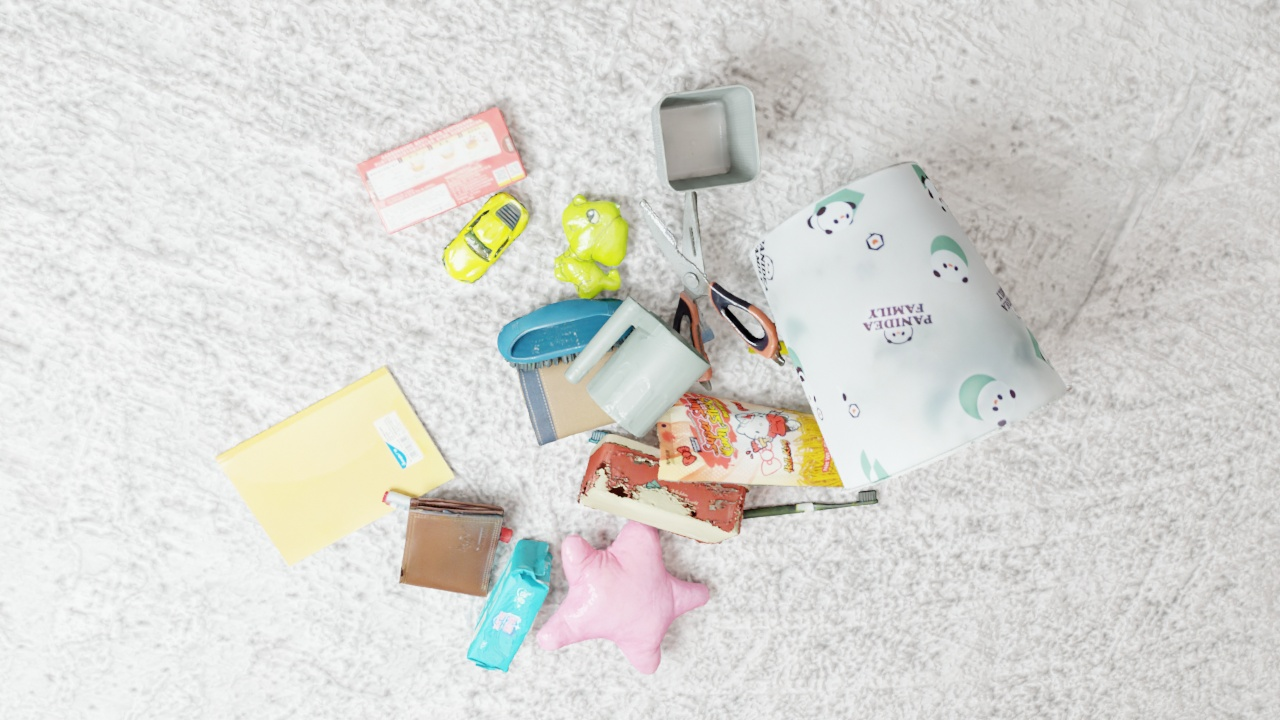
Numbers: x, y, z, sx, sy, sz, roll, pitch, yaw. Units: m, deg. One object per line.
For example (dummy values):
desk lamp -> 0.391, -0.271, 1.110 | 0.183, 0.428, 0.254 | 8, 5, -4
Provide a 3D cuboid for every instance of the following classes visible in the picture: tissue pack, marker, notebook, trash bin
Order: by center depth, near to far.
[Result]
trash bin -> 0.241, -0.034, 0.880 | 0.229, 0.229, 0.252 | -26, 81, 0
notebook -> -0.325, 0.115, 0.981 | 0.206, 0.010, 0.146 | -29, 104, 1
tissue pack -> -0.137, 0.263, 0.994 | 0.050, 0.093, 0.133 | 26, 99, -7
marker -> -0.209, 0.170, 0.996 | 0.145, 0.017, 0.017 | 21, 100, -15

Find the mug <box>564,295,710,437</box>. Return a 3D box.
mug -> -0.005, 0.005, 0.917 | 0.103, 0.083, 0.124 | -48, 130, 7

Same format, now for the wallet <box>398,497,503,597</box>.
wallet -> -0.204, 0.203, 0.989 | 0.101, 0.032, 0.125 | 9, 122, -12

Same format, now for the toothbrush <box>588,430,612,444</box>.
toothbrush -> 0.035, 0.106, 1.016 | 0.191, 0.016, 0.018 | 14, 90, -9

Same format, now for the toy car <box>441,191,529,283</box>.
toy car -> -0.159, -0.123, 0.933 | 0.048, 0.032, 0.105 | 42, 97, -14

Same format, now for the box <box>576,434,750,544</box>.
box -> 0.023, 0.147, 0.973 | 0.168, 0.091, 0.078 | 19, 66, -10

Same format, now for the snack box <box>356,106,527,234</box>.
snack box -> -0.197, -0.189, 0.917 | 0.153, 0.025, 0.075 | -23, 103, -1

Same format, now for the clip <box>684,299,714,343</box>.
clip -> 0.059, -0.044, 0.981 | 0.025, 0.036, 0.058 | -22, 104, 5

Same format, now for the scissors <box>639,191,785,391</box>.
scissors -> 0.064, -0.064, 0.940 | 0.226, 0.015, 0.190 | 39, 132, 8

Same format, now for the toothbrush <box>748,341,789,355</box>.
toothbrush -> 0.213, -0.009, 1.007 | 0.190, 0.016, 0.016 | 3, 102, -7

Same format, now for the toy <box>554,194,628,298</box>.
toy -> -0.048, -0.117, 0.947 | 0.096, 0.031, 0.100 | 40, 101, -13

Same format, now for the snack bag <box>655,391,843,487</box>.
snack bag -> 0.114, 0.084, 0.971 | 0.207, 0.128, 0.073 | 9, 132, -12

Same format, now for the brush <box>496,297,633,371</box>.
brush -> -0.076, -0.033, 0.938 | 0.144, 0.074, 0.055 | -13, 63, -4

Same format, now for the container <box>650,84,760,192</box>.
container -> 0.057, -0.214, 0.892 | 0.090, 0.114, 0.090 | -8, 103, -5

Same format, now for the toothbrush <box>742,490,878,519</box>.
toothbrush -> 0.181, 0.166, 1.047 | 0.186, 0.012, 0.017 | -6, 98, -5

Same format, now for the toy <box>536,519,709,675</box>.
toy -> -0.009, 0.252, 1.016 | 0.194, 0.075, 0.178 | 20, 85, -23

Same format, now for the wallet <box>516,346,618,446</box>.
wallet -> -0.067, 0.035, 0.980 | 0.115, 0.033, 0.090 | -16, 107, -3
